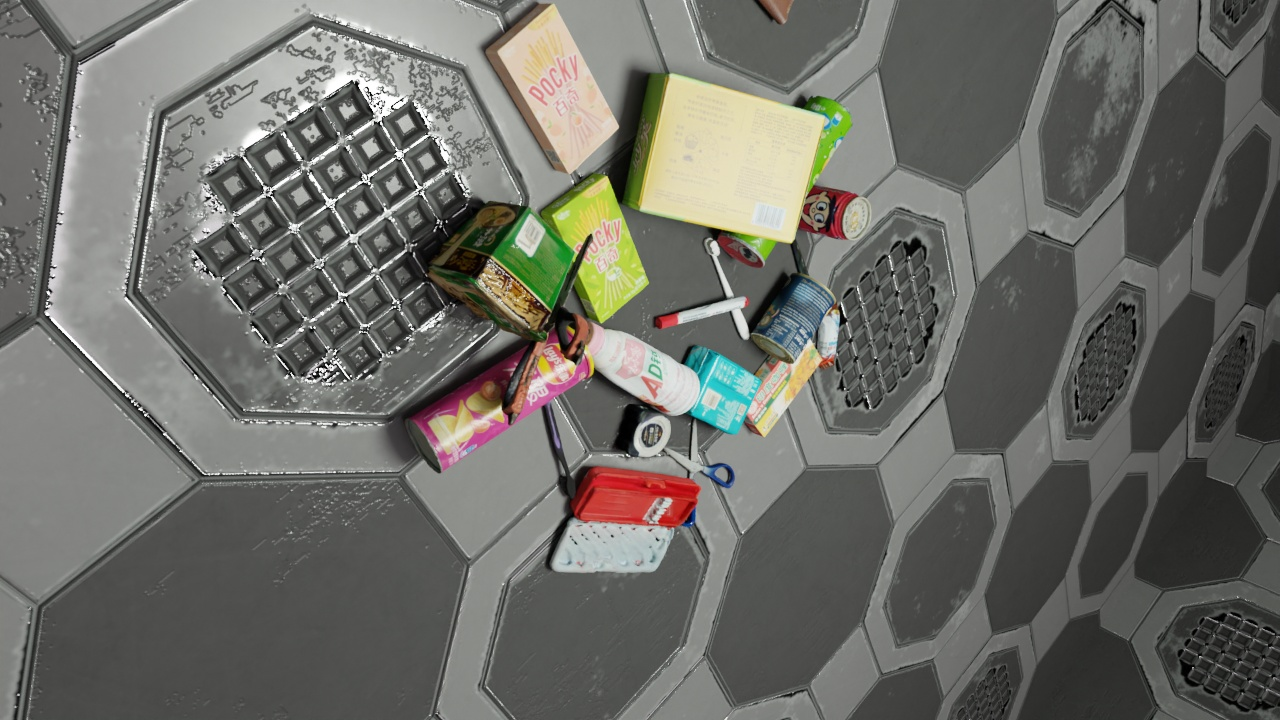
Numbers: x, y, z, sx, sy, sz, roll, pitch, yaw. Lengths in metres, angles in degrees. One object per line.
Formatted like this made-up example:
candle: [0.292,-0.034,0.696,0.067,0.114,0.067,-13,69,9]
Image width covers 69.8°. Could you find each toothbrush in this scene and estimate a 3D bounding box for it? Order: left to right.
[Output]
toothbrush: [-0.106,0.092,1.128,0.014,0.017,0.189,-35,125,-37]
toothbrush: [0.121,-0.093,1.245,0.016,0.016,0.180,-38,129,-15]
toothbrush: [0.223,-0.164,1.307,0.015,0.018,0.181,-44,132,-23]

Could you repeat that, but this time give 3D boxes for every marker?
marker: [0.083,-0.064,1.213,0.145,0.017,0.017,-16,117,-29]

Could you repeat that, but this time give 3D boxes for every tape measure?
tape measure: [0.006,0.094,1.210,0.066,0.033,0.066,13,100,-41]

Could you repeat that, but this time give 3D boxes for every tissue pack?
tissue pack: [0.106,0.043,1.265,0.133,0.050,0.093,28,86,-45]

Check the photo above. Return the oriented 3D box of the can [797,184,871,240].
can: [0.264,-0.205,1.270,0.066,0.094,0.067,-17,118,-36]

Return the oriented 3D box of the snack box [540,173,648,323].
snack box: [-0.050,-0.129,1.071,0.085,0.026,0.156,-40,129,-23]

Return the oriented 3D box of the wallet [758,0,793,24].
wallet: [0.172,-0.491,1.115,0.101,0.032,0.124,28,89,-47]

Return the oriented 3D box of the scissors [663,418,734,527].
scissors: [0.081,0.165,1.322,0.162,0.012,0.174,7,102,-42]

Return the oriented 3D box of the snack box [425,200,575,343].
snack box: [-0.137,-0.100,0.947,0.118,0.118,0.105,42,74,-41]

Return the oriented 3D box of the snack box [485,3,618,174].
snack box: [-0.090,-0.285,0.971,0.084,0.026,0.157,-47,132,-17]

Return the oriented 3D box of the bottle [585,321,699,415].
bottle: [-0.007,0.007,1.139,0.196,0.068,0.068,31,86,-43]

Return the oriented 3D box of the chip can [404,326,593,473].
chip can: [-0.154,0.040,1.019,0.210,0.071,0.071,-34,127,-26]

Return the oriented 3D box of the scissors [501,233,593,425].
scissors: [-0.094,-0.035,0.968,0.015,0.225,0.189,28,110,-26]

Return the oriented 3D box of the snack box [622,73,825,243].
snack box: [0.097,-0.237,1.082,0.209,0.070,0.158,8,103,-21]

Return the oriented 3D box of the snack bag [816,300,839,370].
snack bag: [0.289,-0.038,1.411,0.048,0.026,0.104,-21,122,-48]

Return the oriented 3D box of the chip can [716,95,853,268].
chip can: [0.192,-0.237,1.210,0.072,0.072,0.235,41,79,-43]

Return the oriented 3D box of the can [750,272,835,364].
can: [0.216,-0.058,1.302,0.111,0.075,0.075,-55,134,-9]

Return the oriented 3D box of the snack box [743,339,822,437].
snack box: [0.205,0.031,1.363,0.155,0.027,0.077,-51,132,-13]

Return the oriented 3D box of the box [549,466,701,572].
box: [-0.020,0.219,1.238,0.200,0.039,0.158,14,113,-43]
